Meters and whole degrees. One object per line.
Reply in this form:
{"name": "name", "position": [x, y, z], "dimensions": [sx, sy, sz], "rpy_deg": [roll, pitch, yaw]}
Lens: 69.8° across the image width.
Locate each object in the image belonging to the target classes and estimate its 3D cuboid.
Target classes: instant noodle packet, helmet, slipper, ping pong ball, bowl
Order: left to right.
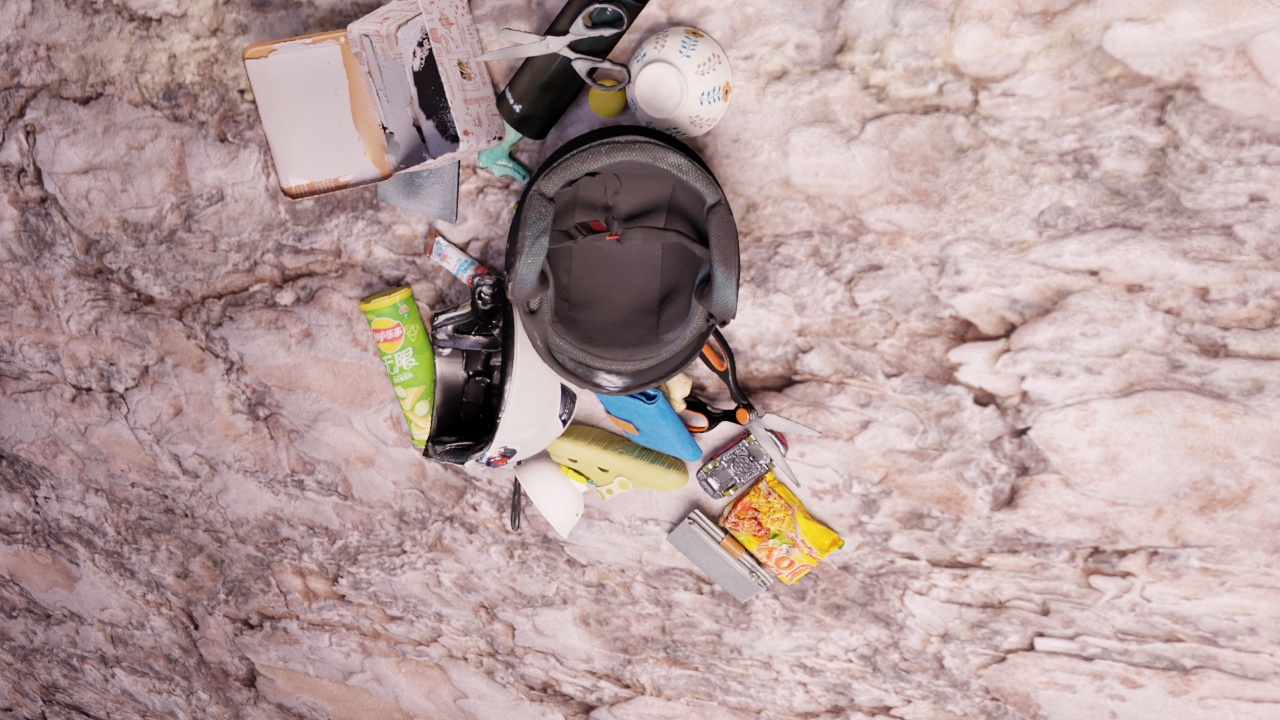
{"name": "helmet", "position": [-0.151, 0.022, 1.097], "dimensions": [0.275, 0.156, 0.229], "rpy_deg": [-27, 60, 51]}
{"name": "bowl", "position": [-0.108, 0.168, 1.210], "dimensions": [0.064, 0.118, 0.118], "rpy_deg": [-38, 94, -4]}
{"name": "ping pong ball", "position": [-0.036, -0.281, 0.986], "dimensions": [0.040, 0.040, 0.040], "rpy_deg": [11, 117, 22]}
{"name": "slipper", "position": [-0.035, 0.139, 1.147], "dimensions": [0.191, 0.091, 0.081], "rpy_deg": [16, 98, 14]}
{"name": "helmet", "position": [-0.018, -0.108, 0.948], "dimensions": [0.233, 0.229, 0.275], "rpy_deg": [6, 122, -4]}
{"name": "bowl", "position": [0.031, -0.281, 0.941], "dimensions": [0.113, 0.062, 0.114], "rpy_deg": [11, 116, 23]}
{"name": "instant noodle packet", "position": [0.167, 0.208, 1.112], "dimensions": [0.128, 0.044, 0.111], "rpy_deg": [42, 129, 3]}

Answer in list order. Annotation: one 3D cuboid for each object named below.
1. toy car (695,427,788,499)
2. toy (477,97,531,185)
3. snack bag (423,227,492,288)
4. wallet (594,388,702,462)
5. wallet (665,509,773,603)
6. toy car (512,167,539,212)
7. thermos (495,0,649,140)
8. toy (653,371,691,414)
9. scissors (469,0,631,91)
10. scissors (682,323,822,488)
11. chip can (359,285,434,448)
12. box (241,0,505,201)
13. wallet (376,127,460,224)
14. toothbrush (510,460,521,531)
{"name": "toy car", "position": [0.121, 0.118, 1.091], "dimensions": [0.121, 0.045, 0.053], "rpy_deg": [-36, 96, 28]}
{"name": "toy", "position": [-0.159, -0.251, 1.069], "dimensions": [0.096, 0.030, 0.092], "rpy_deg": [38, 128, 7]}
{"name": "snack bag", "position": [-0.233, -0.125, 1.167], "dimensions": [0.105, 0.026, 0.045], "rpy_deg": [37, 134, 9]}
{"name": "wallet", "position": [0.006, 0.069, 1.082], "dimensions": [0.106, 0.040, 0.133], "rpy_deg": [17, 154, 37]}
{"name": "wallet", "position": [0.101, 0.244, 1.153], "dimensions": [0.130, 0.036, 0.107], "rpy_deg": [40, 151, 5]}
{"name": "toy car", "position": [-0.114, -0.191, 1.071], "dimensions": [0.042, 0.035, 0.091], "rpy_deg": [44, 125, 4]}
{"name": "thermos", "position": [-0.063, -0.348, 0.962], "dimensions": [0.243, 0.068, 0.090], "rpy_deg": [-44, 57, 33]}
{"name": "toy", "position": [-0.006, 0.006, 1.090], "dimensions": [0.157, 0.066, 0.105], "rpy_deg": [35, 136, 18]}
{"name": "scissors", "position": [-0.085, -0.322, 0.927], "dimensions": [0.163, 0.014, 0.166], "rpy_deg": [43, 125, -10]}
{"name": "scissors", "position": [0.105, 0.052, 1.046], "dimensions": [0.226, 0.021, 0.221], "rpy_deg": [-29, 81, 49]}
{"name": "chip can", "position": [-0.308, 0.011, 1.241], "dimensions": [0.073, 0.072, 0.221], "rpy_deg": [-7, 110, 29]}
{"name": "box", "position": [-0.300, -0.298, 1.044], "dimensions": [0.273, 0.130, 0.179], "rpy_deg": [-13, 99, 10]}
{"name": "wallet", "position": [-0.278, -0.230, 1.147], "dimensions": [0.121, 0.019, 0.097], "rpy_deg": [20, 122, 16]}
{"name": "toothbrush", "position": [-0.173, 0.169, 1.281], "dimensions": [0.016, 0.018, 0.181], "rpy_deg": [16, 121, 16]}
